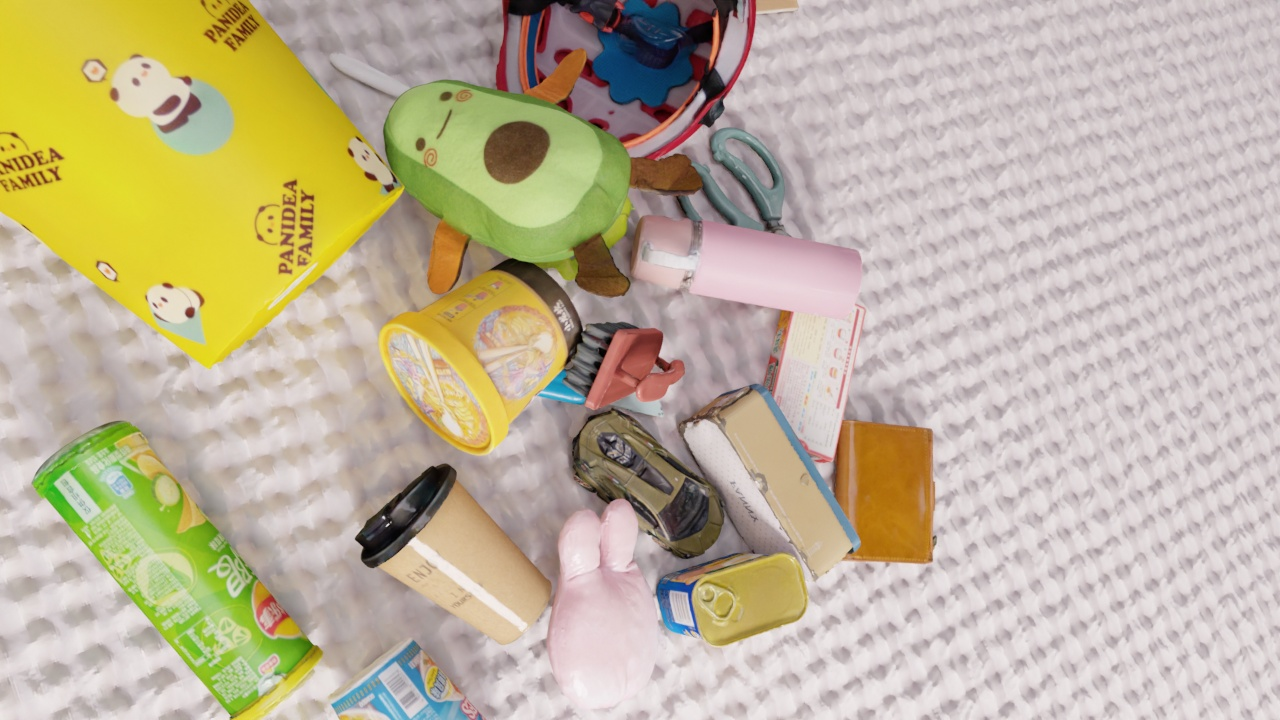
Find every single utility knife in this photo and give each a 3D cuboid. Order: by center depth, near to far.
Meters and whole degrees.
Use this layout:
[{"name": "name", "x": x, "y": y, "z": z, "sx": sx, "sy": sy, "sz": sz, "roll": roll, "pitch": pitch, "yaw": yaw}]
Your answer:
[{"name": "utility knife", "x": -0.079, "y": 0.018, "z": 0.766, "sx": 0.218, "sy": 0.018, "sz": 0.034, "roll": 14, "pitch": 73, "yaw": -18}]

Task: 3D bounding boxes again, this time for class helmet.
[{"name": "helmet", "x": -0.005, "y": -0.269, "z": 0.773, "sx": 0.207, "sy": 0.143, "sz": 0.240, "roll": 31, "pitch": 106, "yaw": 11}]

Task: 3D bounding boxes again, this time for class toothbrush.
[{"name": "toothbrush", "x": -0.175, "y": -0.211, "z": 0.772, "sx": 0.180, "sy": 0.016, "sz": 0.016, "roll": 25, "pitch": 70, "yaw": -14}]

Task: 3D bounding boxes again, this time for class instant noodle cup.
[{"name": "instant noodle cup", "x": -0.162, "y": 0.263, "z": 0.656, "sx": 0.099, "sy": 0.099, "sz": 0.110, "roll": -35, "pitch": 88, "yaw": -23}, {"name": "instant noodle cup", "x": -0.114, "y": -0.009, "z": 0.689, "sx": 0.118, "sy": 0.119, "sz": 0.114, "roll": 51, "pitch": 57, "yaw": -6}]

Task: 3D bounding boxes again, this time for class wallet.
[{"name": "wallet", "x": 0.238, "y": 0.125, "z": 0.865, "sx": 0.119, "sy": 0.035, "sz": 0.130, "roll": 7, "pitch": 80, "yaw": -20}]

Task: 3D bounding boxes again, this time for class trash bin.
[{"name": "trash bin", "x": -0.312, "y": -0.146, "z": 0.602, "sx": 0.255, "sy": 0.230, "sz": 0.229, "roll": 47, "pitch": 68, "yaw": -15}]

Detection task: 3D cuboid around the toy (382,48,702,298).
[{"name": "toy", "x": -0.089, "y": -0.140, "z": 0.682, "sx": 0.247, "sy": 0.090, "sz": 0.226, "roll": 23, "pitch": 69, "yaw": 15}]

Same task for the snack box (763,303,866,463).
[{"name": "snack box", "x": 0.159, "y": 0.010, "z": 0.858, "sx": 0.077, "sy": 0.027, "sz": 0.155, "roll": 21, "pitch": 74, "yaw": -17}]

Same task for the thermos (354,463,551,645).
[{"name": "thermos", "x": -0.138, "y": 0.147, "z": 0.688, "sx": 0.143, "sy": 0.093, "sz": 0.092, "roll": 46, "pitch": 68, "yaw": -16}]

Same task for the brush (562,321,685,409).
[{"name": "brush", "x": -0.004, "y": 0.004, "z": 0.738, "sx": 0.069, "sy": 0.145, "sz": 0.063, "roll": 26, "pitch": 100, "yaw": 12}]

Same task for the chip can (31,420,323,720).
[{"name": "chip can", "x": -0.312, "y": 0.143, "z": 0.624, "sx": 0.072, "sy": 0.073, "sz": 0.221, "roll": -39, "pitch": 97, "yaw": -23}]

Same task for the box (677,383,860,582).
[{"name": "box", "x": 0.112, "y": 0.112, "z": 0.790, "sx": 0.060, "sy": 0.090, "sz": 0.184, "roll": -36, "pitch": 97, "yaw": -24}]

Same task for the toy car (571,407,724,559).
[{"name": "toy car", "x": 0.010, "y": 0.105, "z": 0.777, "sx": 0.158, "sy": 0.042, "sz": 0.070, "roll": 40, "pitch": 70, "yaw": -14}]

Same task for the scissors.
[{"name": "scissors", "x": 0.101, "y": -0.129, "z": 0.865, "sx": 0.143, "sy": 0.019, "sz": 0.180, "roll": -34, "pitch": 96, "yaw": -24}]

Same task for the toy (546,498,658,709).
[{"name": "toy", "x": -0.028, "y": 0.191, "z": 0.721, "sx": 0.121, "sy": 0.054, "sz": 0.159, "roll": -2, "pitch": 89, "yaw": -55}]

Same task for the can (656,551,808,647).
[{"name": "can", "x": 0.074, "y": 0.195, "z": 0.762, "sx": 0.102, "sy": 0.083, "sz": 0.057, "roll": -11, "pitch": 85, "yaw": -23}]

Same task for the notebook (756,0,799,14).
[{"name": "notebook", "x": 0.069, "y": -0.440, "z": 0.911, "sx": 0.147, "sy": 0.008, "sz": 0.207, "roll": -14, "pitch": 86, "yaw": -23}]

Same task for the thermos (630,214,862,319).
[{"name": "thermos", "x": 0.093, "y": -0.082, "z": 0.803, "sx": 0.198, "sy": 0.087, "sz": 0.067, "roll": 10, "pitch": 103, "yaw": -10}]

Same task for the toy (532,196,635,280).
[{"name": "toy", "x": -0.052, "y": -0.119, "z": 0.793, "sx": 0.100, "sy": 0.031, "sz": 0.097, "roll": -9, "pitch": 98, "yaw": -23}]
